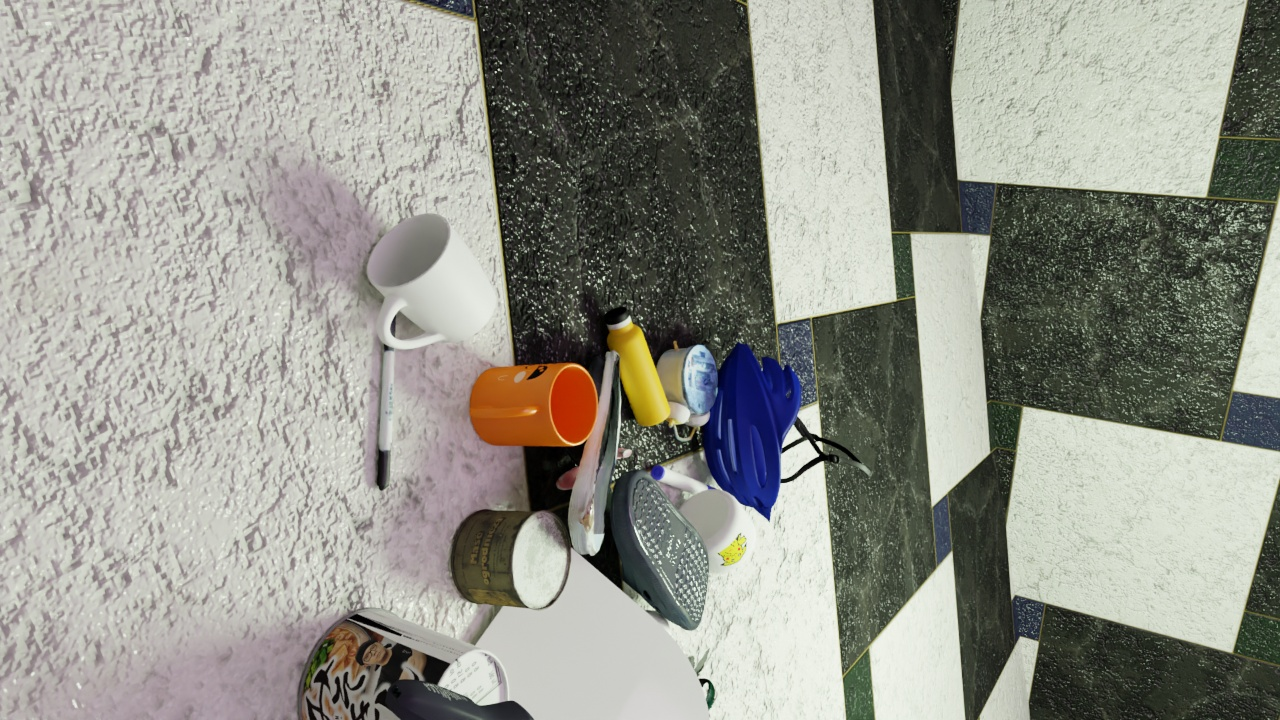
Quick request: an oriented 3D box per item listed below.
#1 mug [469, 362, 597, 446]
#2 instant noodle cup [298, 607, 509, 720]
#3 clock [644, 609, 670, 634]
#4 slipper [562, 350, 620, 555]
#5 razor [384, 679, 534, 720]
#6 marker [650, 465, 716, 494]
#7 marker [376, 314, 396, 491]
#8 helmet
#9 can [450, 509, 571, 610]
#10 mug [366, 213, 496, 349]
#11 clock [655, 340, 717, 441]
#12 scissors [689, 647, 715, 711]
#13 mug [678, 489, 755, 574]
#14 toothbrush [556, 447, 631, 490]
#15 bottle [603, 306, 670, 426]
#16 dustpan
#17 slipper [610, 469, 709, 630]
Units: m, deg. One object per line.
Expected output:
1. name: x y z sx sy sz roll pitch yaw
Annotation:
1. mug: -0.111 0.044 0.862 0.112 0.096 0.077 -9 95 -57
2. instant noodle cup: -0.177 0.263 0.717 0.123 0.122 0.123 7 81 -57
3. clock: -0.007 0.359 1.020 0.160 0.073 0.125 -27 110 -55
4. slipper: -0.058 0.082 0.956 0.263 0.063 0.111 -85 174 -48
5. razor: -0.124 0.255 0.649 0.052 0.047 0.143 -54 133 -12
6. marker: 0.058 0.159 1.187 0.141 0.020 0.020 29 63 -52
7. marker: -0.216 0.034 0.780 0.011 0.011 0.152 10 78 -57
8. helmet: 0.198 0.096 1.231 0.147 0.227 0.241 -97 -172 -82
9. can: -0.120 0.184 0.857 0.089 0.075 0.090 10 78 -58
10. mug: -0.181 -0.053 0.781 0.088 0.081 0.114 55 51 -48
11. clock: 0.059 0.040 1.168 0.088 0.052 0.125 16 74 -56
12. scissors: 0.038 0.413 1.109 0.015 0.137 0.209 49 8 2
13. mug: 0.085 0.224 1.167 0.115 0.094 0.068 -41 129 -6
14. toothbrush: -0.050 0.119 1.025 0.134 0.016 0.021 -21 103 -56
15. bottle: -0.006 0.006 1.077 0.043 0.043 0.144 -50 128 -47
16. dustpan: -0.049 0.332 0.912 0.257 0.053 0.190 42 49 -6
17. slipper: 0.007 0.220 1.032 0.268 0.083 0.110 60 31 -44
